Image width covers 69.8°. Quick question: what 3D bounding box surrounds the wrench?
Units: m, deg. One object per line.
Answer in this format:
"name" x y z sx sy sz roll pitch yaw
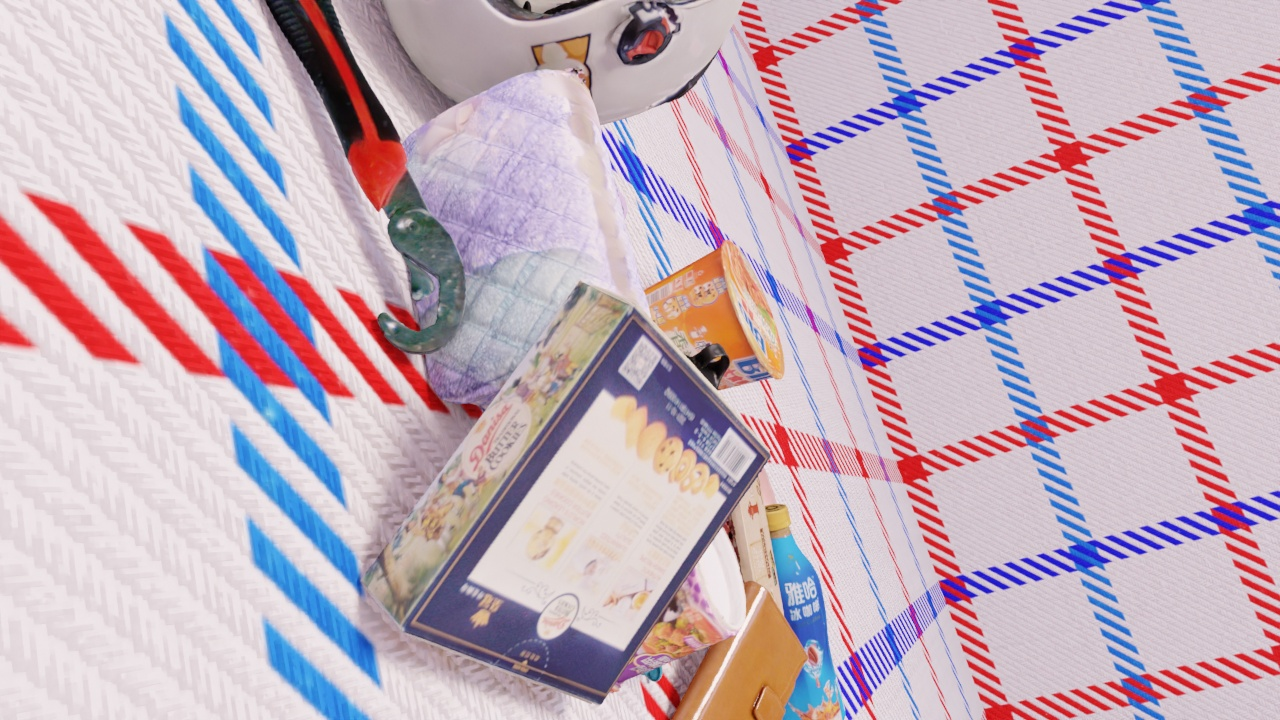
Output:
"wrench" -0.163 -0.133 0.517 0.273 0.056 0.016 67 -16 2

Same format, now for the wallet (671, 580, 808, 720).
"wallet" 0.079 0.254 0.708 0.131 0.031 0.108 -54 127 -31

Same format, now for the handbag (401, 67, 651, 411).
"handbag" -0.071 -0.069 0.562 0.075 0.134 0.193 25 48 -62

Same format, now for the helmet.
"helmet" -0.055 -0.254 0.669 0.157 0.273 0.229 102 -21 -45

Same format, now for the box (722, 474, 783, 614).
"box" 0.069 0.160 0.810 0.091 0.076 0.168 10 69 -69

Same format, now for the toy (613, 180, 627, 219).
"toy" -0.047 -0.175 0.889 0.108 0.039 0.083 49 19 -43

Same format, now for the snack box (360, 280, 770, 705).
"snack box" -0.026 0.080 0.488 0.046 0.182 0.178 30 -11 40

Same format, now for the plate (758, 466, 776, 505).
"plate" 0.103 0.151 0.971 0.229 0.028 0.229 54 25 -39

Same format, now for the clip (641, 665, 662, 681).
"clip" 0.004 0.204 0.666 0.047 0.014 0.057 47 28 -44

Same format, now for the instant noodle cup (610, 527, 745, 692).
"instant noodle cup" 0.010 0.151 0.608 0.111 0.099 0.111 56 22 -37

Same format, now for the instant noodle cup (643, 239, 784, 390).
"instant noodle cup" 0.067 -0.034 0.937 0.151 0.112 0.151 54 24 -37

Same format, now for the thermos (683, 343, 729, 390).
"thermos" -0.004 0.004 0.710 0.068 0.090 0.242 57 19 21

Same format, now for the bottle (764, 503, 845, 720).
"bottle" 0.143 0.244 0.866 0.065 0.065 0.219 -32 111 -71
